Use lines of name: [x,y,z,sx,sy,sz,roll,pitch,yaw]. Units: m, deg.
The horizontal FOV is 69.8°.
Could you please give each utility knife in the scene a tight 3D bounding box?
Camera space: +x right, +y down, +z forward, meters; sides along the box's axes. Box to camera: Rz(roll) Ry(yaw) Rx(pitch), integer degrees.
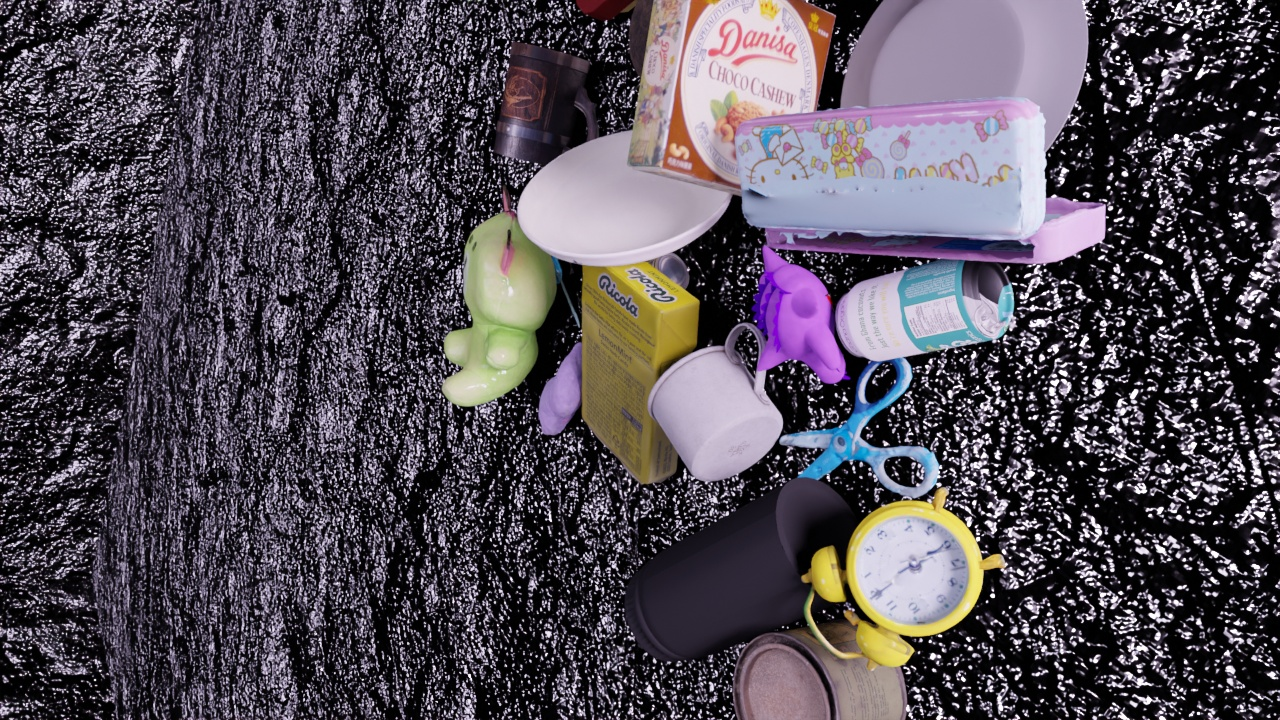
utility knife: [-0.091,-0.099,0.947,0.022,0.015,0.166,110,143,-56]

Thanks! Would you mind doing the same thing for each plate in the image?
plate: [-0.009,-0.130,0.757,0.182,0.182,0.034,44,157,44]
plate: [0.200,-0.186,0.602,0.179,0.012,0.178,-7,81,50]

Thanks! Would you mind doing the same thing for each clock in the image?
clock: [0.155,0.135,0.560,0.119,0.057,0.083,-39,73,9]

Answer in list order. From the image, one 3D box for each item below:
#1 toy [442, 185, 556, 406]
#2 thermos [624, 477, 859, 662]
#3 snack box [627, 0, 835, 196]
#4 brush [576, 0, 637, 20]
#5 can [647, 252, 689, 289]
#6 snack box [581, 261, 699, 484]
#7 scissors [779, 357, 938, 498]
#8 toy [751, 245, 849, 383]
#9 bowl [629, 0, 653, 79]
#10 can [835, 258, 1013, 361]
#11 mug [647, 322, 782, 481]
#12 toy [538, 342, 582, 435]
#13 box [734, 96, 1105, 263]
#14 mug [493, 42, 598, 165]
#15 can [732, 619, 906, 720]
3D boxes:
toy: [-0.138,-0.057,0.929,0.197,0.107,0.150,-61,24,25]
thermos: [0.064,0.164,0.675,0.199,0.086,0.086,-39,58,42]
snack box: [0.067,-0.197,0.662,0.041,0.143,0.147,18,100,50]
brush: [0.006,-0.378,0.834,0.174,0.041,0.082,-19,72,48]
can: [0.003,-0.063,0.809,0.080,0.038,0.038,-26,66,46]
snack box: [-0.005,0.004,0.774,0.121,0.045,0.181,41,138,43]
scissors: [0.148,0.046,0.646,0.140,0.013,0.118,-3,85,52]
toy: [0.105,-0.030,0.633,0.088,0.056,0.106,79,165,-46]
bowl: [0.028,-0.286,0.786,0.121,0.056,0.121,-7,81,50]
can: [0.178,-0.032,0.580,0.102,0.054,0.055,-14,75,49]
mug: [0.065,0.031,0.692,0.113,0.084,0.070,-53,51,27]
toy: [-0.071,0.027,0.881,0.100,0.036,0.080,133,154,-64]
box: [0.161,-0.114,0.561,0.214,0.090,0.091,13,117,51]
mug: [-0.085,-0.249,0.915,0.116,0.079,0.107,19,104,23]
can: [0.118,0.223,0.612,0.090,0.074,0.090,-7,82,50]
